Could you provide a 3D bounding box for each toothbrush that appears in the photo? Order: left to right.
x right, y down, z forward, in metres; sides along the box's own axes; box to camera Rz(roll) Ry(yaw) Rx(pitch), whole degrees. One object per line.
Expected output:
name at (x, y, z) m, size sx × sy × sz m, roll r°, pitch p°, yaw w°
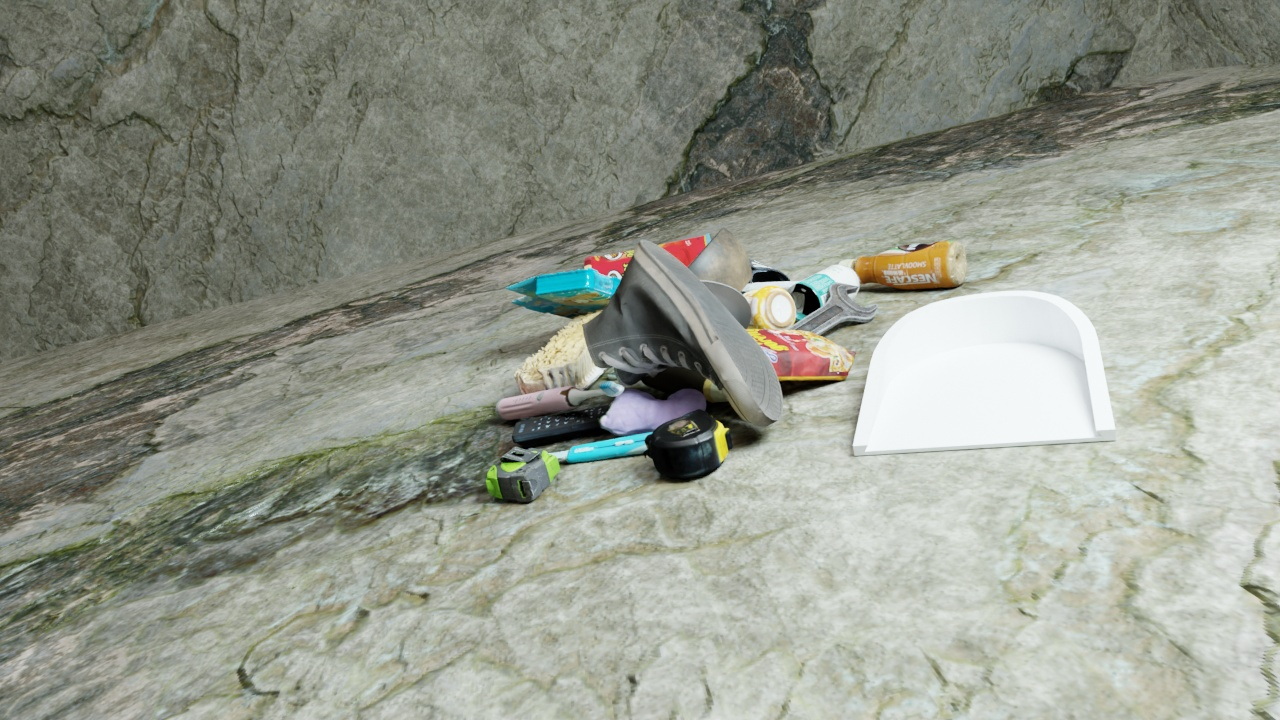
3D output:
toothbrush at (-0.089, 0.042, 0.979) m, size 0.026 × 0.027 × 0.223 m, roll 27°, pitch -24°, yaw -32°

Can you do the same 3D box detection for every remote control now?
remote control at (-0.058, 0.066, 0.961) m, size 0.150 × 0.022 × 0.047 m, roll -11°, pitch 15°, yaw 3°

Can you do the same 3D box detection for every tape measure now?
tape measure at (-0.110, 0.102, 0.847) m, size 0.059 × 0.036 × 0.065 m, roll -7°, pitch 17°, yaw 26°
tape measure at (0.042, 0.074, 0.808) m, size 0.071 × 0.042 × 0.072 m, roll -17°, pitch 18°, yaw -22°

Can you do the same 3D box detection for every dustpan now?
dustpan at (0.302, 0.001, 0.818) m, size 0.192 × 0.053 × 0.257 m, roll -7°, pitch 17°, yaw 24°

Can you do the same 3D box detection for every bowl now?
bowl at (0.080, -0.090, 1.194) m, size 0.162 × 0.070 × 0.162 m, roll -48°, pitch 2°, yaw 2°

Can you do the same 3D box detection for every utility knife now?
utility knife at (-0.038, 0.088, 0.879) m, size 0.141 × 0.015 × 0.022 m, roll -11°, pitch 47°, yaw 14°

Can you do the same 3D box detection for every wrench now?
wrench at (0.189, -0.033, 1.059) m, size 0.070 × 0.010 × 0.272 m, roll 38°, pitch 45°, yaw 25°

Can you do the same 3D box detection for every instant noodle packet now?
instant noodle packet at (0.144, -0.006, 0.950) m, size 0.135 × 0.040 × 0.098 m, roll 0°, pitch 20°, yaw -20°

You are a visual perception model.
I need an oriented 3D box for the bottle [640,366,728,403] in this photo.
bottle at (0.069, 0.025, 0.951) m, size 0.045 × 0.045 × 0.185 m, roll -23°, pitch 25°, yaw -31°

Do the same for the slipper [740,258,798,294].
slipper at (0.126, -0.120, 1.323) m, size 0.111 × 0.063 × 0.264 m, roll 5°, pitch -3°, yaw -44°

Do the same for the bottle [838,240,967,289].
bottle at (0.340, -0.122, 1.207) m, size 0.167 × 0.059 × 0.059 m, roll 0°, pitch 20°, yaw 41°

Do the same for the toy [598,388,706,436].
toy at (0.015, 0.050, 0.910) m, size 0.100 × 0.036 × 0.080 m, roll 5°, pitch 33°, yaw 20°

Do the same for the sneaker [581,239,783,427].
sneaker at (0.037, -0.001, 0.878) m, size 0.234 × 0.120 × 0.095 m, roll 49°, pitch 20°, yaw 28°

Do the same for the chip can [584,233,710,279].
chip can at (0.018, -0.153, 1.546) m, size 0.213 × 0.087 × 0.087 m, roll -11°, pitch 16°, yaw 7°

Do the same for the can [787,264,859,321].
can at (0.235, -0.086, 1.180) m, size 0.101 × 0.055 × 0.055 m, roll -26°, pitch 20°, yaw -39°

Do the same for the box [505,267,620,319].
box at (-0.083, -0.089, 1.329) m, size 0.182 × 0.039 × 0.226 m, roll -5°, pitch -9°, yaw 32°

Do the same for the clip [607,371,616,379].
clip at (-0.007, 0.005, 1.120) m, size 0.075 × 0.037 × 0.023 m, roll -3°, pitch 16°, yaw 17°

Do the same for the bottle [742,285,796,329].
bottle at (0.142, -0.055, 1.140) m, size 0.063 × 0.063 × 0.109 m, roll -23°, pitch 3°, yaw -30°

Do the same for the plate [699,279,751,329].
plate at (0.037, -0.031, 1.023) m, size 0.178 × 0.178 × 0.012 m, roll -13°, pitch 59°, yaw 3°

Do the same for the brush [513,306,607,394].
brush at (-0.079, -0.007, 1.163) m, size 0.083 × 0.057 × 0.270 m, roll -8°, pitch 16°, yaw 20°
